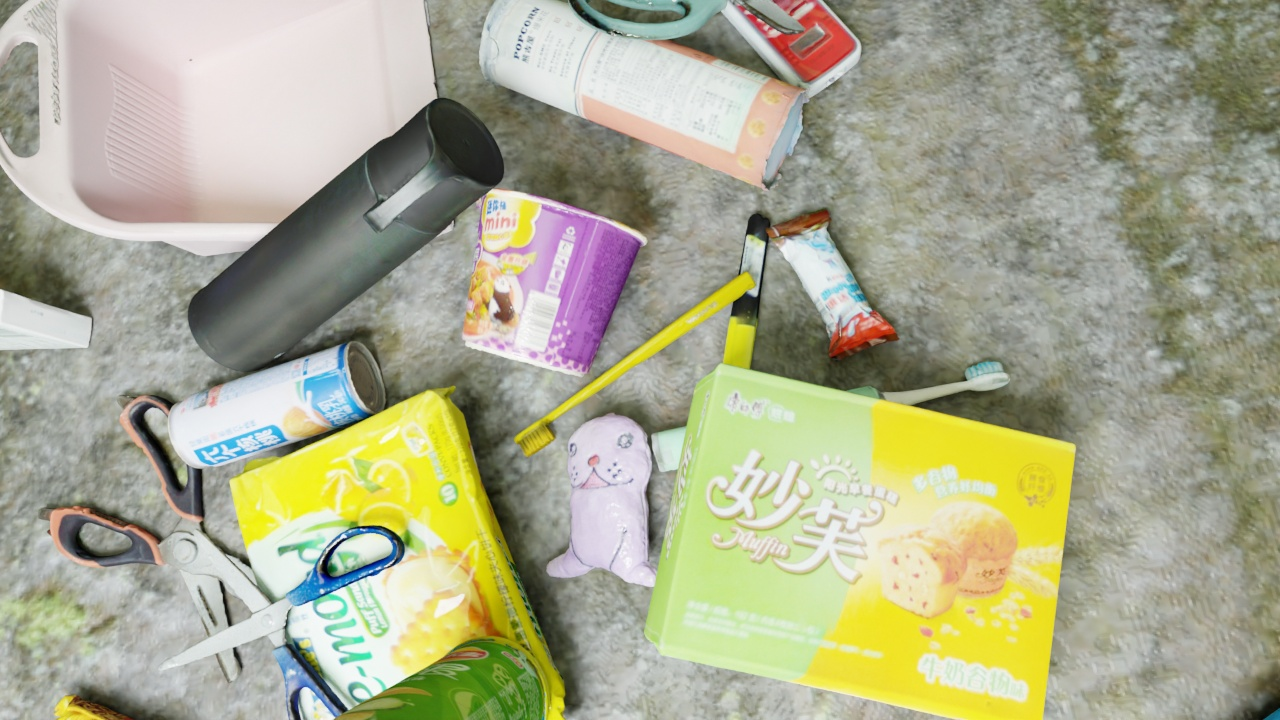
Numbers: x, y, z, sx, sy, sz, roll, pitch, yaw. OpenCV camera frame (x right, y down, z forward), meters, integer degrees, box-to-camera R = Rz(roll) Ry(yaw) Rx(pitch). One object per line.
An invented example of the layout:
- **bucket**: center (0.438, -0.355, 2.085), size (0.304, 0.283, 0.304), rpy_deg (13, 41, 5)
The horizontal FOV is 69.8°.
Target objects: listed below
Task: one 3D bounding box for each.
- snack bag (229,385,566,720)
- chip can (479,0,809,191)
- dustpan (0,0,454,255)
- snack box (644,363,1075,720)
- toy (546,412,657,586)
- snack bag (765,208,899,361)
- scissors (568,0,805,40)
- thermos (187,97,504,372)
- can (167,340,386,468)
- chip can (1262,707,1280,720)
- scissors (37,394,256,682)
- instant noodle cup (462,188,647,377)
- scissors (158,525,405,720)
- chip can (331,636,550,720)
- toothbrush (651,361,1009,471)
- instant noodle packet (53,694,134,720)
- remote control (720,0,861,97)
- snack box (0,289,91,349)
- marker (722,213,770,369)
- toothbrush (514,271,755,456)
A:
- **snack bag**: center (-0.148, 0.147, 0.578), size (0.158, 0.068, 0.246), rpy_deg (-24, 77, 5)
- **chip can**: center (0.001, -0.184, 0.616), size (0.215, 0.071, 0.071), rpy_deg (24, 84, 14)
- **dustpan**: center (-0.283, -0.180, 0.633), size (0.273, 0.139, 0.222), rpy_deg (-15, 76, 8)
- **snack box**: center (0.120, 0.102, 0.511), size (0.210, 0.070, 0.157), rpy_deg (13, 79, -3)
- **toy**: center (-0.023, 0.087, 0.583), size (0.084, 0.039, 0.108), rpy_deg (-6, 79, 30)
- **snack bag**: center (0.122, -0.050, 0.591), size (0.048, 0.026, 0.104), rpy_deg (-21, 76, -7)
- **scissors**: center (0.034, -0.272, 0.619), size (0.170, 0.019, 0.180), rpy_deg (-4, 60, -5)
- **thermos**: center (-0.195, -0.069, 0.573), size (0.243, 0.089, 0.068), rpy_deg (-29, 106, 30)
- **can**: center (-0.247, 0.031, 0.626), size (0.135, 0.053, 0.053), rpy_deg (-18, 76, 6)
- **chip can**: center (0.290, 0.259, 0.474), size (0.210, 0.071, 0.071), rpy_deg (-37, 75, 1)
- **scissors**: center (-0.331, 0.120, 0.645), size (0.226, 0.015, 0.189), rpy_deg (4, 79, 10)
- **instant noodle cup**: center (-0.061, -0.046, 0.587), size (0.111, 0.111, 0.099), rpy_deg (16, 91, 13)
- **scissors**: center (-0.210, 0.160, 0.545), size (0.173, 0.012, 0.162), rpy_deg (-26, 78, 5)
- **chip can**: center (-0.100, 0.179, 0.417), size (0.072, 0.221, 0.072), rpy_deg (-1, 82, 7)
- **toothbrush**: center (0.116, 0.034, 0.574), size (0.225, 0.026, 0.027), rpy_deg (-13, 46, 8)
- **instant noodle packet**: center (-0.357, 0.299, 0.598), size (0.111, 0.044, 0.128), rpy_deg (13, 78, 19)
- **remote control**: center (0.093, -0.244, 0.638), size (0.056, 0.020, 0.136), rpy_deg (-36, 75, 2)
- **snack box**: center (-0.498, -0.027, 0.668), size (0.157, 0.084, 0.027), rpy_deg (-1, 80, 10)
- **marker**: center (0.070, -0.039, 0.605), size (0.018, 0.015, 0.124), rpy_deg (6, 77, 17)
- **toothbrush**: center (-0.004, 0.003, 0.601), size (0.190, 0.015, 0.016), rpy_deg (-36, 80, 6)
